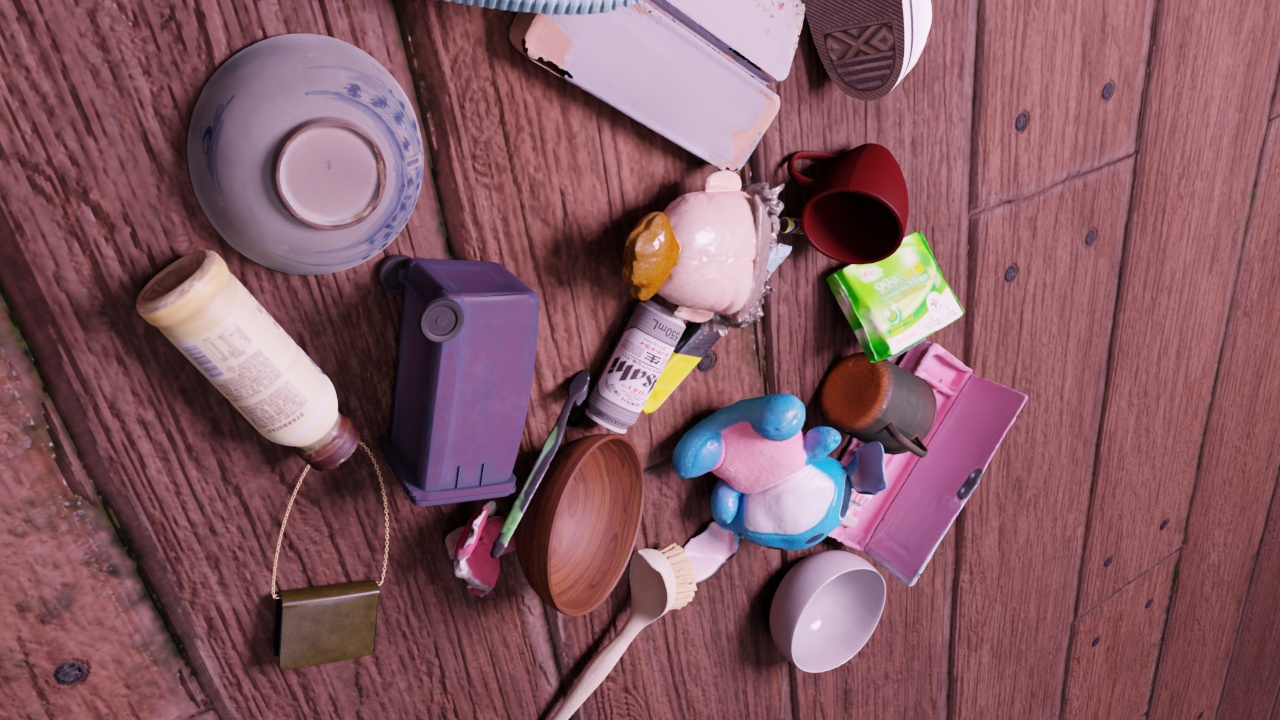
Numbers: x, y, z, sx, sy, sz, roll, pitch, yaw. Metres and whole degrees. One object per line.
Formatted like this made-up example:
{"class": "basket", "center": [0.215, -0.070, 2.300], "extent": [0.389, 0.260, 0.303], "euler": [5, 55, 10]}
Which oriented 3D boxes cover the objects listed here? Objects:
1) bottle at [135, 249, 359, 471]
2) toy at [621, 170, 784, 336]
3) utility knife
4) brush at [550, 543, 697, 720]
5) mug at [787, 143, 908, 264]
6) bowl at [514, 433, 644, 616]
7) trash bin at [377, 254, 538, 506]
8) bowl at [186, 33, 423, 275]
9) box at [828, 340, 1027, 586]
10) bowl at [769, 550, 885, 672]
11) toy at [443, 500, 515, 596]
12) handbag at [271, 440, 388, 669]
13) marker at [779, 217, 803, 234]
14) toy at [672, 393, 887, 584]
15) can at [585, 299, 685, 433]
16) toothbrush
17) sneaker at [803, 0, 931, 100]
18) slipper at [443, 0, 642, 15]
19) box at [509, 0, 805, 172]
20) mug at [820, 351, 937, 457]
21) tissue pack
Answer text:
{"class": "bottle", "center": [-0.244, 0.006, 0.591], "extent": [0.056, 0.056, 0.162], "euler": [-40, 127, -12]}
{"class": "toy", "center": [0.045, -0.083, 0.716], "extent": [0.175, 0.076, 0.133], "euler": [-4, 105, -46]}
{"class": "utility knife", "center": [0.064, -0.032, 0.797], "extent": [0.197, 0.020, 0.029], "euler": [-46, 129, -5]}
{"class": "brush", "center": [-0.039, 0.285, 0.860], "extent": [0.077, 0.062, 0.272], "euler": [31, 97, -34]}
{"class": "mug", "center": [0.179, -0.150, 0.788], "extent": [0.114, 0.087, 0.088], "euler": [28, 57, -6]}
{"class": "bowl", "center": [-0.061, 0.126, 0.746], "extent": [0.147, 0.069, 0.147], "euler": [-33, 128, -55]}
{"class": "trash bin", "center": [-0.132, 0.016, 0.647], "extent": [0.092, 0.094, 0.161], "euler": [-3, 115, -32]}
{"class": "bowl", "center": [-0.195, -0.119, 0.564], "extent": [0.150, 0.057, 0.151], "euler": [-14, 117, -28]}
{"class": "box", "center": [0.287, 0.105, 0.945], "extent": [0.099, 0.115, 0.232], "euler": [29, 93, -38]}
{"class": "bowl", "center": [0.193, 0.262, 0.987], "extent": [0.131, 0.064, 0.132], "euler": [-14, 118, -28]}
{"class": "toy", "center": [-0.132, 0.146, 0.735], "extent": [0.065, 0.050, 0.102], "euler": [-58, 161, -23]}
{"class": "handbag", "center": [-0.231, 0.141, 0.688], "extent": [0.084, 0.027, 0.178], "euler": [0, 106, -33]}
{"class": "marker", "center": [0.180, -0.119, 0.835], "extent": [0.132, 0.014, 0.014], "euler": [-1, 112, -33]}
{"class": "toy", "center": [0.111, 0.114, 0.851], "extent": [0.224, 0.098, 0.191], "euler": [-30, 127, 15]}
{"class": "can", "center": [-0.004, 0.004, 0.754], "extent": [0.044, 0.044, 0.106], "euler": [23, 97, -38]}
{"class": "toothbrush", "center": [-0.072, 0.075, 0.694], "extent": [0.187, 0.014, 0.017], "euler": [-66, 156, -42]}
{"class": "sneaker", "center": [0.176, -0.333, 0.697], "extent": [0.097, 0.091, 0.245], "euler": [-46, 126, -32]}
{"class": "slipper", "center": [-0.100, -0.269, 0.549], "extent": [0.276, 0.069, 0.116], "euler": [-3, 106, -13]}
{"class": "box", "center": [0.024, -0.243, 0.663], "extent": [0.216, 0.063, 0.157], "euler": [21, 88, -37]}
{"class": "mug", "center": [0.235, 0.049, 0.888], "extent": [0.081, 0.111, 0.085], "euler": [24, 116, -36]}
{"class": "tissue pack", "center": [0.240, -0.059, 0.862], "extent": [0.113, 0.034, 0.099], "euler": [-27, 87, -23]}
